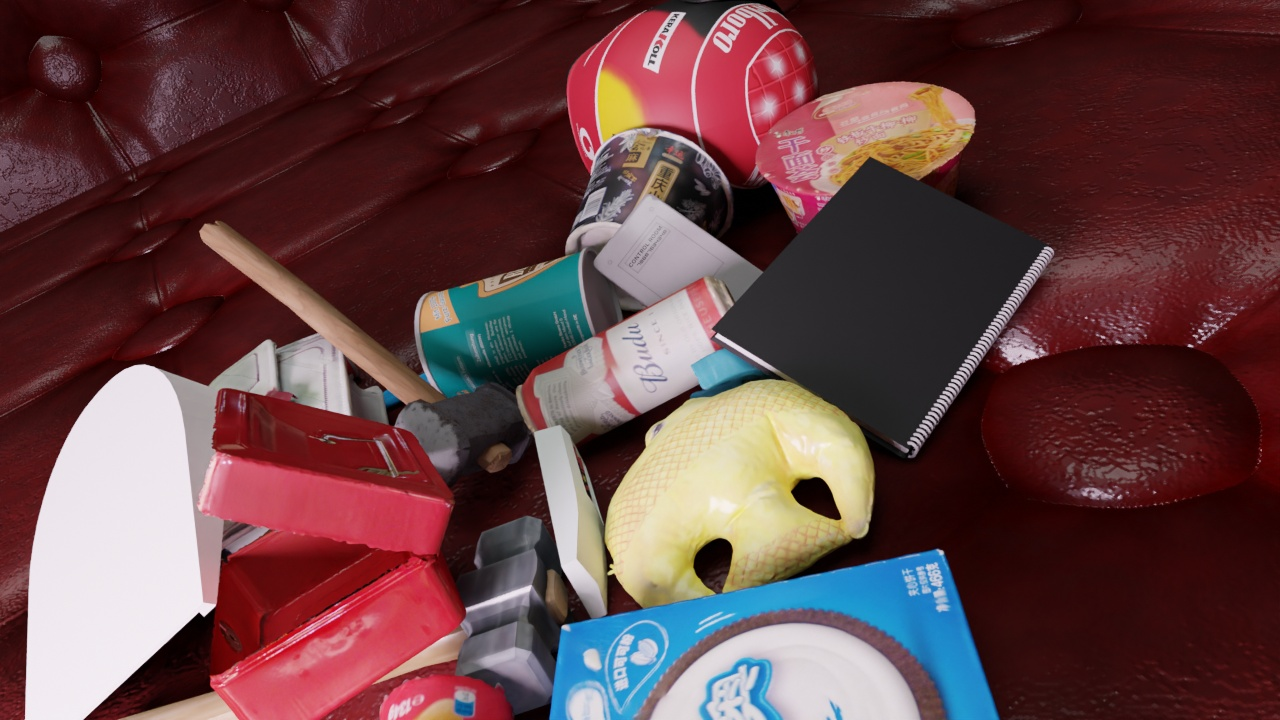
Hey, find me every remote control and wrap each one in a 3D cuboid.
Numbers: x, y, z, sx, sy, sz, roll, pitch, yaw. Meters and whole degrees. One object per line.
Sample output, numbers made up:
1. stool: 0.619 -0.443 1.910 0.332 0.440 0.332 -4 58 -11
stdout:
1. remote control: -0.040 0.095 0.585 0.024 0.049 0.143 -23 32 0
2. remote control: 0.041 -0.059 0.709 0.151 0.019 0.074 38 90 17

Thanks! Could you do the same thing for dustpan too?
1. dustpan: -0.361 0.123 0.663 0.192 0.053 0.257 -41 51 15

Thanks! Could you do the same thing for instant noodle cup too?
1. instant noodle cup: 0.000 -0.115 0.809 0.137 0.137 0.112 0 48 32
2. instant noodle cup: 0.193 -0.159 0.783 0.179 0.078 0.178 -13 39 10

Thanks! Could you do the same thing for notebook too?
1. notebook: 0.168 -0.046 0.621 0.149 0.016 0.206 33 61 20

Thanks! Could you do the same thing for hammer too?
1. hammer: -0.224 -0.017 0.703 0.328 0.052 0.097 36 23 19
2. hammer: -0.195 0.191 0.546 0.323 0.051 0.117 -21 27 8

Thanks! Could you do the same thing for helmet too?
1. helmet: 0.066 -0.260 0.913 0.225 0.198 0.270 6 33 38

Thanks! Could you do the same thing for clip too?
1. clip: 0.085 -0.004 0.615 0.130 0.121 0.031 -29 62 11

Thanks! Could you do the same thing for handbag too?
1. handbag: -0.272 0.071 0.707 0.142 0.096 0.198 -24 40 -6

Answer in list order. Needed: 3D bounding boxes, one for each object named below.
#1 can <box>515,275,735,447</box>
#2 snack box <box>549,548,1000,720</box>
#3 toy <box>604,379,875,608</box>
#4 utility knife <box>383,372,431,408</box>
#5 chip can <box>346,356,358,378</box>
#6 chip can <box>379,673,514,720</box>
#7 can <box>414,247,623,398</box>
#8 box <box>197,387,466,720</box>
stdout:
1. can: -0.004 0.004 0.663 0.170 0.067 0.067 -28 31 9
2. snack box: 0.054 0.196 0.369 0.196 0.056 0.238 -15 33 11
3. toy: 0.050 0.076 0.549 0.170 0.065 0.155 -34 44 -4
4. utility knife: -0.253 0.047 0.827 0.225 0.015 0.031 -27 27 -4
5. chip can: -0.369 0.052 0.854 0.214 0.052 0.052 -36 34 -20
6. chip can: -0.087 0.242 0.376 0.073 0.073 0.232 -20 31 5
7. can: -0.096 -0.026 0.754 0.144 0.099 0.099 -14 33 14
8. box: -0.179 0.114 0.519 0.147 0.156 0.157 11 5 -22
